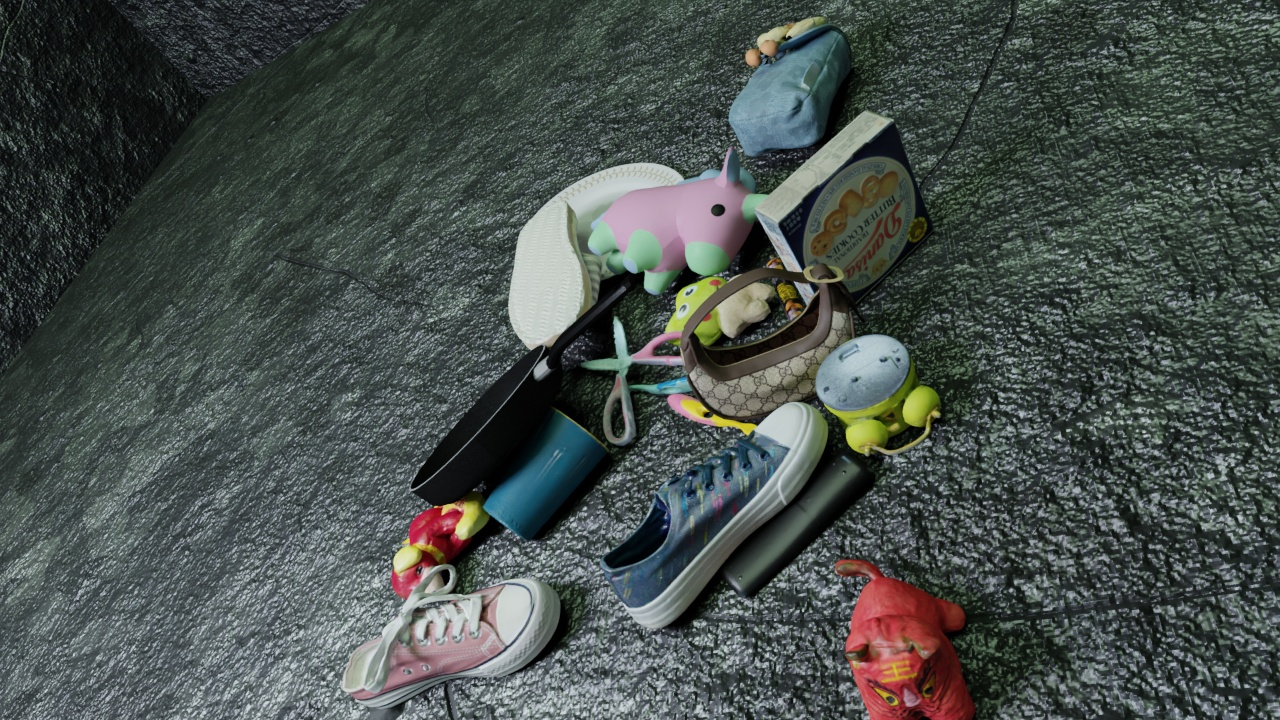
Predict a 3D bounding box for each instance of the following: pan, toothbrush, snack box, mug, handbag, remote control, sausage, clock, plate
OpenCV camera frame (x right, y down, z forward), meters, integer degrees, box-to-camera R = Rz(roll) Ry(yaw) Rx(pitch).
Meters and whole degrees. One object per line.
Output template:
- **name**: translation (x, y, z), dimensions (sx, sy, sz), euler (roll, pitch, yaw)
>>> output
- **pan**: translation (-0.109, 0.030, 0.914), dimensions (0.357, 0.044, 0.203), euler (-38, 14, 35)
- **toothbrush**: translation (0.024, 0.028, 0.950), dimensions (0.135, 0.022, 0.017), euler (-10, 56, 38)
- **snack box**: translation (0.196, -0.132, 0.865), dimensions (0.144, 0.145, 0.042), euler (-42, 39, -4)
- **mug**: translation (-0.099, 0.116, 0.923), dimensions (0.121, 0.078, 0.078), euler (-53, 39, -9)
- **toothbrush**: translation (0.071, 0.055, 0.890), dimensions (0.135, 0.016, 0.021), euler (20, 68, 51)
- **handbag**: translation (0.177, -0.342, 1.116), dimensions (0.122, 0.118, 0.191), euler (-1, 46, 39)
- **remote control**: translation (0.128, 0.133, 0.758), dimensions (0.152, 0.020, 0.041), euler (-44, 38, -2)
- **handbag**: translation (0.117, -0.021, 0.821), dimensions (0.166, 0.138, 0.063), euler (-21, 42, 7)
- **sausage**: translation (0.152, -0.062, 0.934), dimensions (0.020, 0.020, 0.155), euler (-29, 39, 14)
- **clock**: translation (0.199, 0.032, 0.771), dimensions (0.083, 0.057, 0.119), euler (-31, 38, 9)
- **plate**: translation (-0.049, -0.176, 1.200), dimensions (0.243, 0.016, 0.242), euler (-16, 42, 15)

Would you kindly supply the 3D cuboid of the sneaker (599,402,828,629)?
- **sneaker**: translation (0.057, 0.114, 0.775), dimensions (0.235, 0.079, 0.087), euler (-47, 24, -6)

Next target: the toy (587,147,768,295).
- **toy**: translation (0.040, -0.162, 1.046), dimensions (0.171, 0.120, 0.222), euler (-52, 44, -6)

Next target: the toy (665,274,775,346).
- **toy**: translation (0.084, -0.054, 0.964), dimensions (0.118, 0.043, 0.092), euler (-7, 47, 33)

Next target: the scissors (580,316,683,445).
- **scissors**: translation (-0.015, 0.020, 0.969), dimensions (0.171, 0.014, 0.168), euler (-1, 64, 46)

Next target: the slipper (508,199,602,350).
- **slipper**: translation (-0.103, -0.102, 1.104), dimensions (0.114, 0.054, 0.272), euler (-27, 40, 12)

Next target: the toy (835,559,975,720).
- **toy**: translation (0.170, 0.175, 0.622), dimensions (0.088, 0.094, 0.132), euler (-30, 37, 12)

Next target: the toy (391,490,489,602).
- **toy**: translation (-0.214, 0.188, 0.955), dimensions (0.106, 0.067, 0.137), euler (-14, 36, 39)

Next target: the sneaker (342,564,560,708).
- **sneaker**: translation (-0.189, 0.252, 0.845), dimensions (0.241, 0.088, 0.118), euler (-26, 40, 18)
